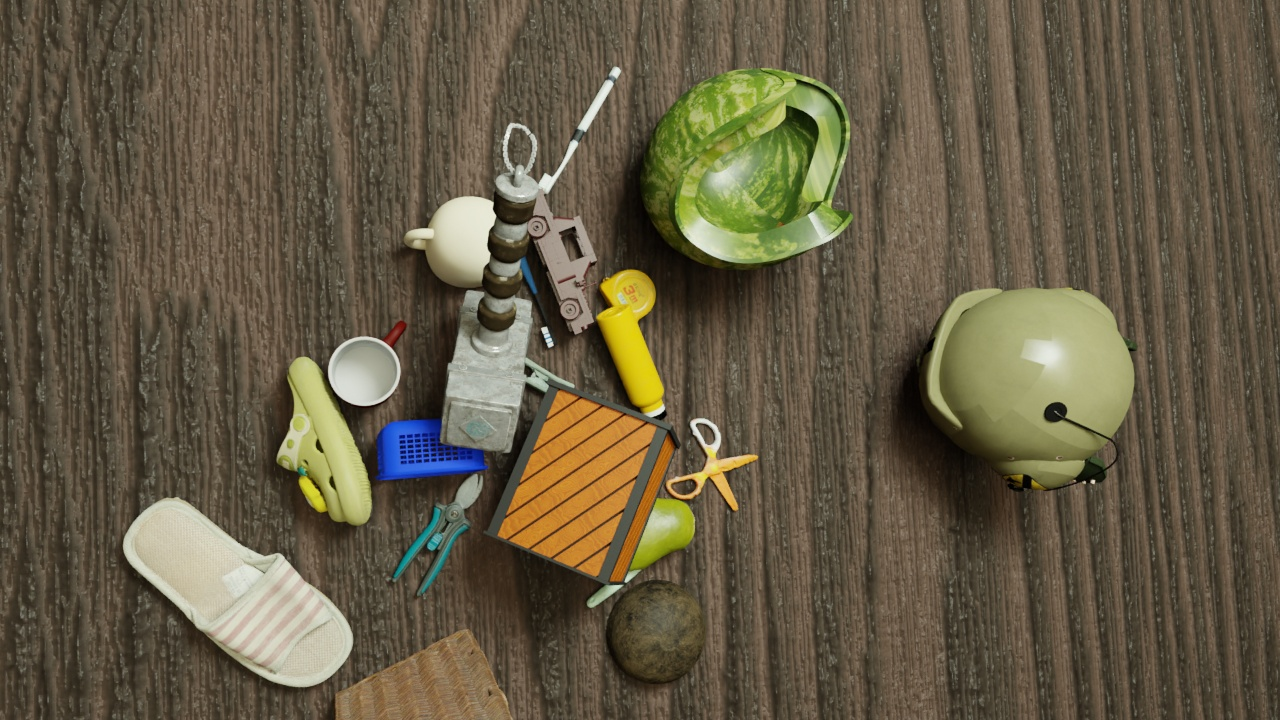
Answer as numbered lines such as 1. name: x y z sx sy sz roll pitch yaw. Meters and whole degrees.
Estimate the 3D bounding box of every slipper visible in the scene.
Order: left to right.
1. slipper: -0.418 0.244 0.959 0.263 0.052 0.115 41 78 -9
2. slipper: -0.347 0.092 0.973 0.081 0.092 0.190 -20 88 -14

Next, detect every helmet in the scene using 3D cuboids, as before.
1. helmet: 0.118 -0.220 1.050 0.244 0.246 0.213 -21 114 24
2. helmet: 0.454 0.022 1.108 0.232 0.256 0.250 23 79 -17

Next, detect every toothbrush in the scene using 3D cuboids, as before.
1. toothbrush: -0.132 -0.095 1.084 0.014 0.014 0.167 -21 90 -5
2. toothbrush: -0.074 -0.282 1.116 0.017 0.012 0.186 30 78 -8
3. toothbrush: -0.002 0.245 1.097 0.154 0.015 0.022 -36 61 -16

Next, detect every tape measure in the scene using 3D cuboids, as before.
1. tape measure: -0.013 -0.081 1.109 0.058 0.030 0.068 -35 102 -15

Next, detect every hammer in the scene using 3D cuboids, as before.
1. hammer: -0.138 -0.073 0.906 0.079 0.327 0.176 9 42 -9

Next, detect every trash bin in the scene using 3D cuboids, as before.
1. trash bin: -0.056 0.137 1.001 0.140 0.140 0.171 20 80 11

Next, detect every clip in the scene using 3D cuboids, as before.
1. clip: -0.116 0.023 1.077 0.076 0.023 0.044 31 77 -14

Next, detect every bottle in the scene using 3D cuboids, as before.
1. bottle: -0.006 0.006 1.089 0.043 0.043 0.144 -27 108 -16

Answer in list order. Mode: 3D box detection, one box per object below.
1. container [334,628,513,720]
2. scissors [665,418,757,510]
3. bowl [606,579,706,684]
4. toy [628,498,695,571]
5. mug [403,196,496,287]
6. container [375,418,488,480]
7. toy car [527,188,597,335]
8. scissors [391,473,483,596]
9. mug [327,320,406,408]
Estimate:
1. container: -0.193 0.420 0.920 0.162 0.250 0.183 -22 100 -16
2. scissors: 0.087 0.128 1.133 0.125 0.011 0.131 -12 90 -16
3. bowl: 0.025 0.323 1.078 0.121 0.056 0.121 1 86 -16
4. toy: 0.012 0.200 1.081 0.110 0.051 0.090 -5 75 -5
5. mug: -0.201 -0.135 1.023 0.120 0.100 0.096 1 86 -16
6. container: -0.230 0.096 1.002 0.114 0.096 0.058 -2 82 -22
7. toy car: -0.086 -0.117 1.070 0.062 0.070 0.170 -22 92 -5
8. scissors: -0.230 0.194 1.034 0.145 0.019 0.133 -9 89 -16
9. mug: -0.289 0.001 0.997 0.073 0.083 0.105 37 77 -11
